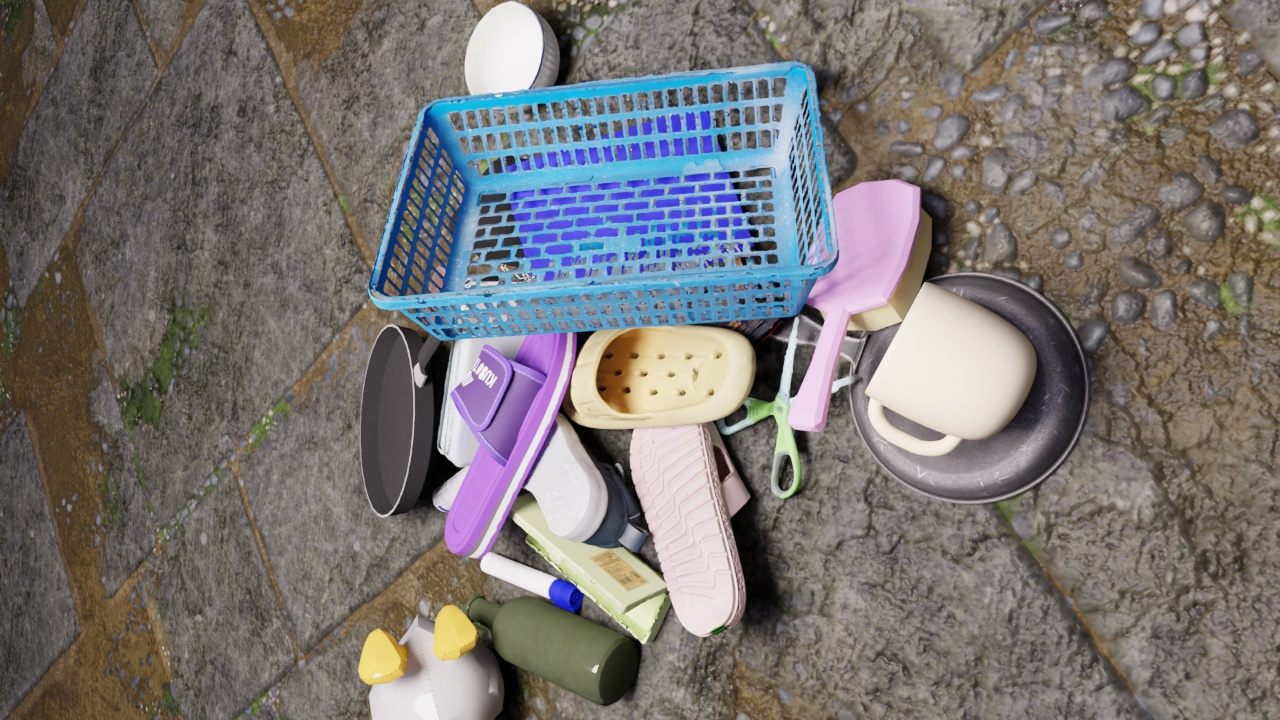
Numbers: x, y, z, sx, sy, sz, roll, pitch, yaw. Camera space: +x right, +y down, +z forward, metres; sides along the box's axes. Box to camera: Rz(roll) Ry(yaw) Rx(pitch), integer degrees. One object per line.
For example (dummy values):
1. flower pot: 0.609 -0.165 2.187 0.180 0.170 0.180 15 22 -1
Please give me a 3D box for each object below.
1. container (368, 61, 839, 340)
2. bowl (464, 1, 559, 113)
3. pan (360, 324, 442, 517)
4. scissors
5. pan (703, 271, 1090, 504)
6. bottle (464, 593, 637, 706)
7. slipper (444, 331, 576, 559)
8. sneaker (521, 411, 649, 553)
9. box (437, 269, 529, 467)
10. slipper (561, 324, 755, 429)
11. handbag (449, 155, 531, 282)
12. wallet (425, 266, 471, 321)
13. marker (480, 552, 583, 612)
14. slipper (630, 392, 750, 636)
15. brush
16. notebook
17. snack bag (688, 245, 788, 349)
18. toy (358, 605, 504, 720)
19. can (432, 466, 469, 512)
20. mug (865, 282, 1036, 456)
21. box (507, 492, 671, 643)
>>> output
1. container: -0.025 -0.128 0.787 0.362 0.089 0.256 -4 52 8
2. bowl: -0.131 -0.328 1.016 0.118 0.062 0.118 -2 87 35
3. pan: -0.259 0.039 1.036 0.358 0.034 0.225 -46 49 48
4. scissors: 0.121 0.041 0.819 0.160 0.024 0.171 26 118 49
5. pan: 0.191 -0.007 0.783 0.357 0.055 0.187 23 101 30
6. bottle: -0.103 0.291 0.962 0.207 0.071 0.071 11 94 36
7. slipper: -0.156 0.066 0.929 0.107 0.084 0.266 31 99 61
8. sneaker: -0.064 0.119 0.929 0.089 0.087 0.235 -60 30 8
9. box: -0.160 0.014 0.990 0.083 0.122 0.216 16 111 12
10. slipper: -0.005 0.005 0.868 0.262 0.079 0.111 -1 68 49
11. handbag: -0.104 -0.152 0.990 0.154 0.114 0.125 14 73 39
12. wallet: -0.214 -0.069 1.065 0.123 0.019 0.072 21 97 54
13. marker: -0.121 0.241 1.007 0.133 0.023 0.027 11 116 36
14. slipper: 0.054 0.138 0.860 0.094 0.064 0.239 -33 56 34
15. brush: 0.170 -0.041 0.739 0.089 0.043 0.228 4 65 41
16. notebook: -0.013 -0.139 0.883 0.209 0.022 0.171 -17 75 2
17. snack bag: 0.077 -0.033 0.850 0.156 0.018 0.074 -47 63 46
18. toy: -0.213 0.385 0.996 0.246 0.140 0.268 -126 23 -55
19. can: -0.203 0.143 1.064 0.095 0.032 0.032 -35 68 29
20. mug: 0.226 0.017 0.670 0.100 0.096 0.120 29 108 13
21. box: -0.059 0.212 0.938 0.188 0.091 0.083 33 124 35
